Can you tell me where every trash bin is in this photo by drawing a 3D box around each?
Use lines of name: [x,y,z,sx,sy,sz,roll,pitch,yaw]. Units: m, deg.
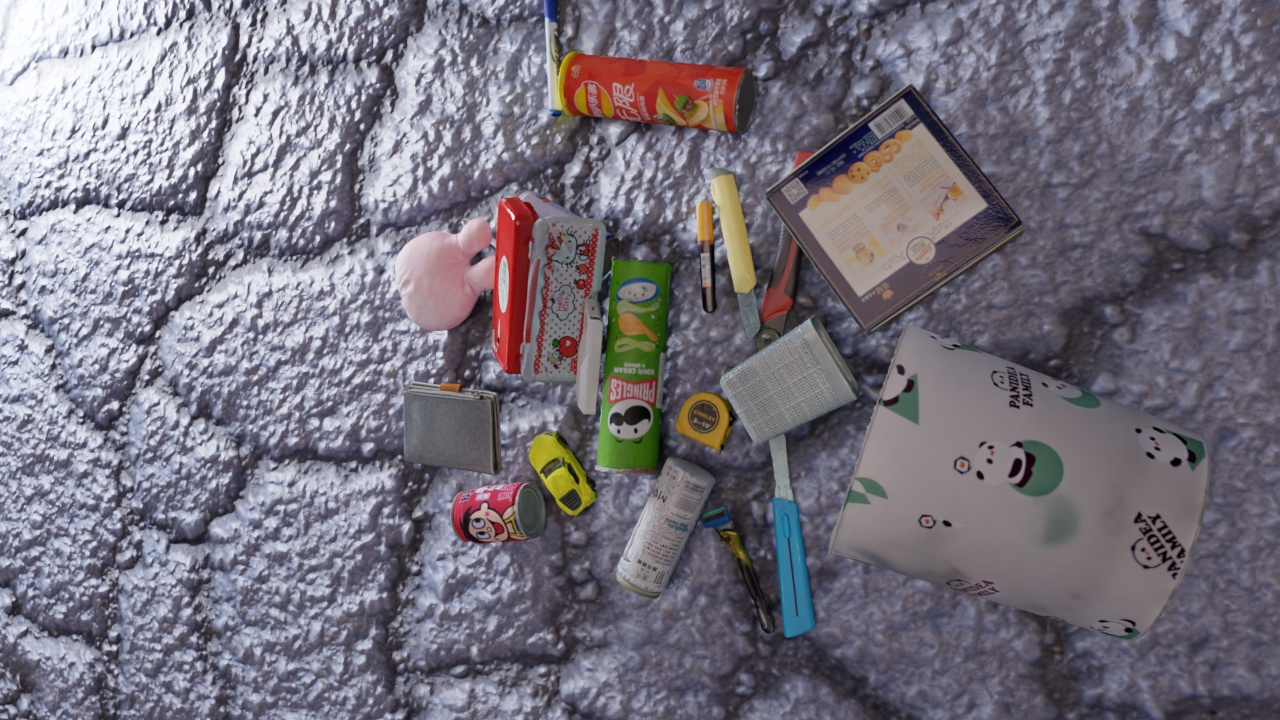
trash bin: [0.319,0.106,0.797,0.252,0.229,0.229,18,94,16]

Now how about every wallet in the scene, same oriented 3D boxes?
wallet: [-0.228,0.080,1.117,0.130,0.036,0.106,5,100,24]

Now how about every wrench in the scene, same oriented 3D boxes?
wrench: [0.149,-0.089,0.980,0.056,0.016,0.273,18,95,22]

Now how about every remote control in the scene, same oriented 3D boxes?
remote control: [-0.056,-0.002,1.017,0.024,0.049,0.125,1,118,-10]

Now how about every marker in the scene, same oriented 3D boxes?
marker: [0.074,-0.114,1.013,0.018,0.015,0.124,-3,89,24]
marker: [-0.105,-0.364,1.097,0.017,0.017,0.145,-5,86,22]

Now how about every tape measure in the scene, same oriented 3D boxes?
tape measure: [0.073,0.063,0.996,0.060,0.028,0.057,23,97,22]

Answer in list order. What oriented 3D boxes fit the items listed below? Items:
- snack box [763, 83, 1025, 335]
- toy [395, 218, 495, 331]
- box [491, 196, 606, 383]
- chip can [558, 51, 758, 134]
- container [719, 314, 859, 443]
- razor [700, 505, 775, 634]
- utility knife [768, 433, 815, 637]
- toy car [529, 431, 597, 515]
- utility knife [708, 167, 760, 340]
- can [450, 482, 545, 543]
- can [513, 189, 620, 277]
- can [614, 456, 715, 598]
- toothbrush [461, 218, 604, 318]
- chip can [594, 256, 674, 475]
snack box: [0.248,-0.148,0.915,0.178,0.045,0.182,-36,77,12]
toy: [-0.230,-0.105,1.114,0.160,0.054,0.121,-21,88,27]
box: [-0.106,-0.077,1.039,0.110,0.100,0.202,-130,41,-52]
chip can: [0.018,-0.295,1.014,0.217,0.073,0.073,14,93,22]
container: [0.149,0.022,0.925,0.112,0.090,0.090,-32,87,16]
razor: [0.112,0.222,0.977,0.043,0.022,0.142,-35,77,51]
utility knife: [0.153,0.171,0.965,0.034,0.018,0.234,-9,83,22]
toy car: [-0.094,0.130,1.061,0.048,0.032,0.105,-40,72,16]
utility knife: [0.103,-0.120,0.991,0.031,0.021,0.201,-16,71,24]
can: [-0.166,0.179,1.070,0.094,0.066,0.066,-9,84,22]
can: [-0.091,-0.147,1.061,0.134,0.053,0.053,32,99,21]
can: [0.026,0.180,0.994,0.058,0.058,0.147,27,98,21]
toothbrush: [-0.133,-0.111,1.091,0.224,0.027,0.026,36,65,20]
chip can: [-0.006,0.006,1.009,0.072,0.072,0.236,4,88,23]
